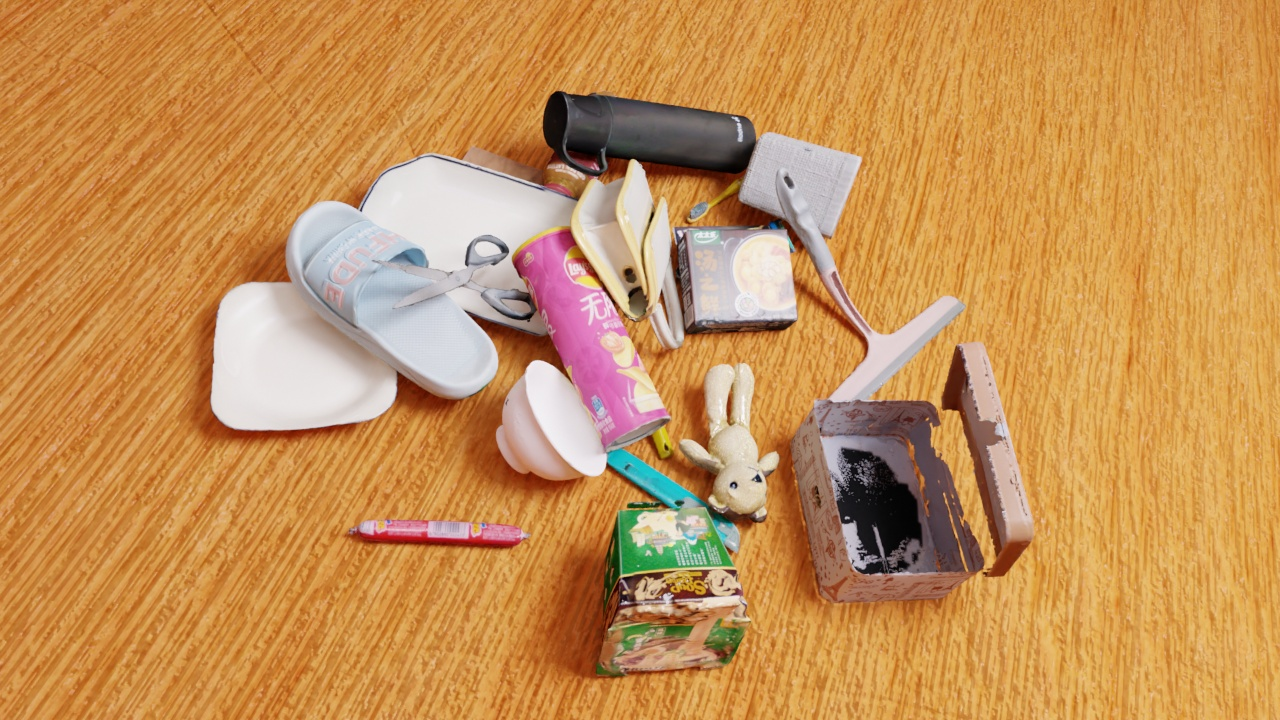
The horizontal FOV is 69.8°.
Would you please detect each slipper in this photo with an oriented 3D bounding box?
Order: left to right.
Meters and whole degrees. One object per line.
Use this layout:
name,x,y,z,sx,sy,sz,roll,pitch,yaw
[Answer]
slipper,-0.231,-0.062,0.851,0.245,0.074,0.103,41,56,9

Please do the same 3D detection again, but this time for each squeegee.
squeegee,0.206,-0.093,0.976,0.247,0.040,0.249,-37,99,-26

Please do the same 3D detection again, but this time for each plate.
plate,-0.312,-0.003,0.863,0.164,0.034,0.163,-3,59,-13
plate,-0.160,-0.116,0.948,0.266,0.034,0.161,17,70,1

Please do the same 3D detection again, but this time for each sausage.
sausage,-0.174,0.150,0.801,0.156,0.020,0.020,4,57,-8

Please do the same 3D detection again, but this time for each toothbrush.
toothbrush,-0.005,0.005,0.898,0.015,0.017,0.190,-17,76,-15
toothbrush,0.120,-0.213,1.082,0.016,0.018,0.190,43,61,15

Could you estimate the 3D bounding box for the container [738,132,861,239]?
container,0.178,-0.201,1.031,0.114,0.090,0.090,21,20,8

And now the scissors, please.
scissors,-0.167,-0.075,0.859,0.159,0.014,0.175,35,39,-20

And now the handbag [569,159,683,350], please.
handbag,0.007,-0.102,0.929,0.063,0.179,0.163,-22,24,19

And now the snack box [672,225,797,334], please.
snack box,0.099,-0.093,0.973,0.113,0.053,0.125,-3,78,-12

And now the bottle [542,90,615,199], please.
bottle,-0.067,-0.230,1.036,0.057,0.058,0.174,20,57,3

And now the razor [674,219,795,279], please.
razor,0.101,-0.114,1.015,0.142,0.022,0.042,-21,76,-17

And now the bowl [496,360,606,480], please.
bowl,-0.091,0.067,0.833,0.065,0.118,0.118,-32,62,16

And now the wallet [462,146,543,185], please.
wallet,-0.162,-0.185,1.016,0.101,0.020,0.115,18,54,0

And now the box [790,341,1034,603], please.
box,0.245,0.101,0.802,0.156,0.193,0.182,-1,58,-10

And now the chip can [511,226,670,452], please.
chip can,-0.048,-0.021,0.870,0.071,0.072,0.210,-21,75,-22

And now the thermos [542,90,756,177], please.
thermos,0.014,-0.241,1.017,0.242,0.069,0.090,-2,82,-31

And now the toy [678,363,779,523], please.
toy,0.090,0.075,0.868,0.105,0.066,0.157,13,58,-24

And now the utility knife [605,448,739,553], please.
utility knife,0.029,0.126,0.855,0.157,0.013,0.029,33,49,11

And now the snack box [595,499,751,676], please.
snack box,0.020,0.188,0.767,0.118,0.118,0.105,1,46,-13
